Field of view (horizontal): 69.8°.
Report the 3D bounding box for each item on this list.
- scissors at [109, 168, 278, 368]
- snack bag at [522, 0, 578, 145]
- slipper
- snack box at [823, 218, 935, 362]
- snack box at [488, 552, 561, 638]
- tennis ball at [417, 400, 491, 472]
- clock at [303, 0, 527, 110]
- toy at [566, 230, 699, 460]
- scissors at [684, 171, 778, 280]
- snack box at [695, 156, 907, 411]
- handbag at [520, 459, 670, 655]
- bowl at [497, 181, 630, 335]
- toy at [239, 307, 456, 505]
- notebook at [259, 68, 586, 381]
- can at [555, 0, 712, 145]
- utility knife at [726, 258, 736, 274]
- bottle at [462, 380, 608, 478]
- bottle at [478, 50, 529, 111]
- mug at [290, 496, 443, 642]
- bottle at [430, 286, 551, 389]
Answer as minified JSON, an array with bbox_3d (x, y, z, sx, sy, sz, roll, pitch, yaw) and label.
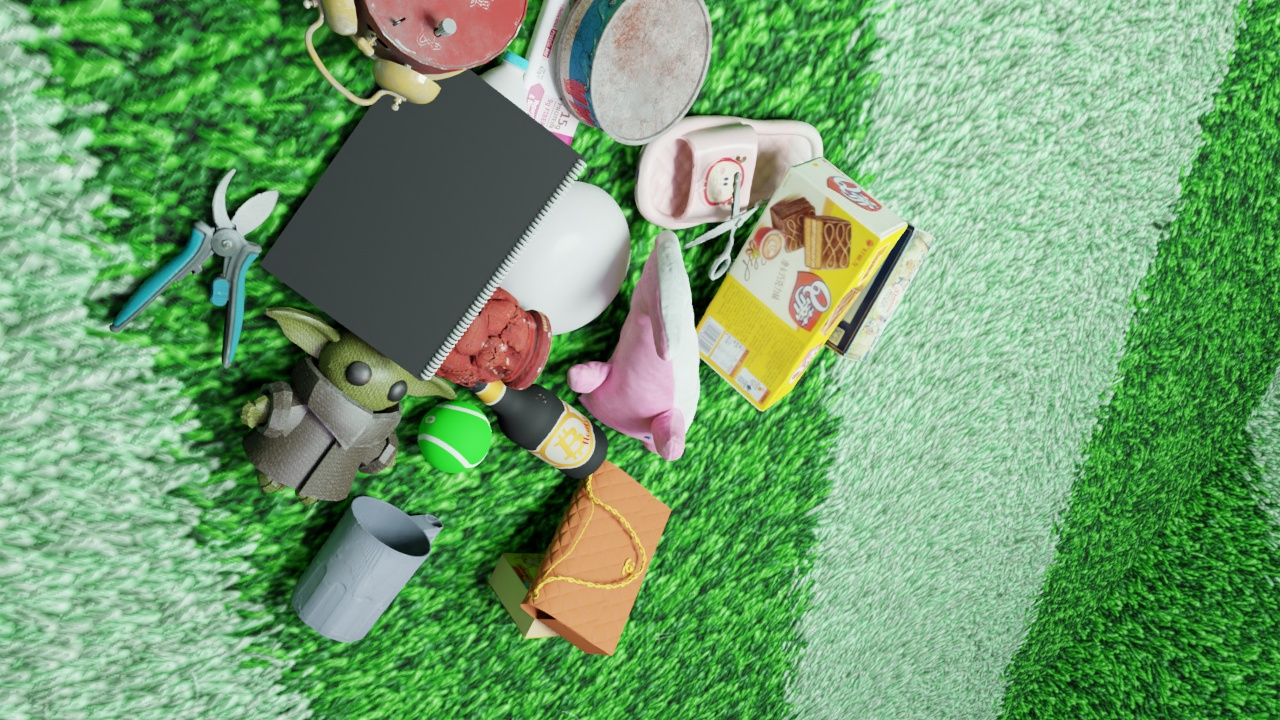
[{"bbox_3d":[-0.314,-0.059,0.653,0.124,0.019,0.155,-13,121,-27],"label":"scissors"},{"bbox_3d":[-0.060,-0.238,0.728,0.070,0.016,0.197,5,116,-41],"label":"snack bag"},{"bbox_3d":[0.087,-0.175,0.859,0.221,0.055,0.107,-14,129,-31],"label":"slipper"},{"bbox_3d":[0.207,-0.094,0.944,0.042,0.144,0.145,13,110,-41],"label":"snack box"},{"bbox_3d":[-0.088,0.255,1.002,0.125,0.088,0.040,12,111,-42],"label":"snack box"},{"bbox_3d":[-0.167,0.068,0.826,0.065,0.065,0.065,-20,130,-26],"label":"tennis ball"},{"bbox_3d":[-0.143,-0.233,0.592,0.158,0.081,0.117,-47,120,-12],"label":"clock"},{"bbox_3d":[-0.005,0.005,0.872,0.128,0.186,0.266,2,140,-2],"label":"toy"},{"bbox_3d":[0.098,-0.133,0.848,0.174,0.014,0.142,-33,155,-32],"label":"scissors"},{"bbox_3d":[0.145,-0.068,0.887,0.061,0.110,0.231,-28,154,-46],"label":"snack box"},{"bbox_3d":[-0.043,0.200,0.950,0.109,0.060,0.171,42,55,-25],"label":"handbag"},{"bbox_3d":[-0.064,-0.081,0.816,0.149,0.043,0.150,-20,130,-26],"label":"bowl"},{"bbox_3d":[-0.246,0.044,0.738,0.179,0.078,0.153,31,97,-43],"label":"toy"},{"bbox_3d":[-0.159,-0.109,0.678,0.149,0.016,0.207,37,95,-6],"label":"notebook"},{"bbox_3d":[-0.003,-0.242,0.732,0.129,0.044,0.130,-31,140,-30],"label":"can"},{"bbox_3d":[0.109,-0.040,0.998,0.022,0.015,0.166,-26,130,-20],"label":"utility knife"},{"bbox_3d":[-0.103,0.053,0.869,0.059,0.059,0.181,-49,136,1],"label":"bottle"},{"bbox_3d":[-0.124,-0.171,0.705,0.044,0.044,0.136,16,109,-43],"label":"bottle"},{"bbox_3d":[-0.248,0.191,0.851,0.104,0.084,0.124,-53,163,6],"label":"mug"},{"bbox_3d":[-0.140,-0.027,0.758,0.111,0.099,0.099,19,107,-36],"label":"bottle"}]
